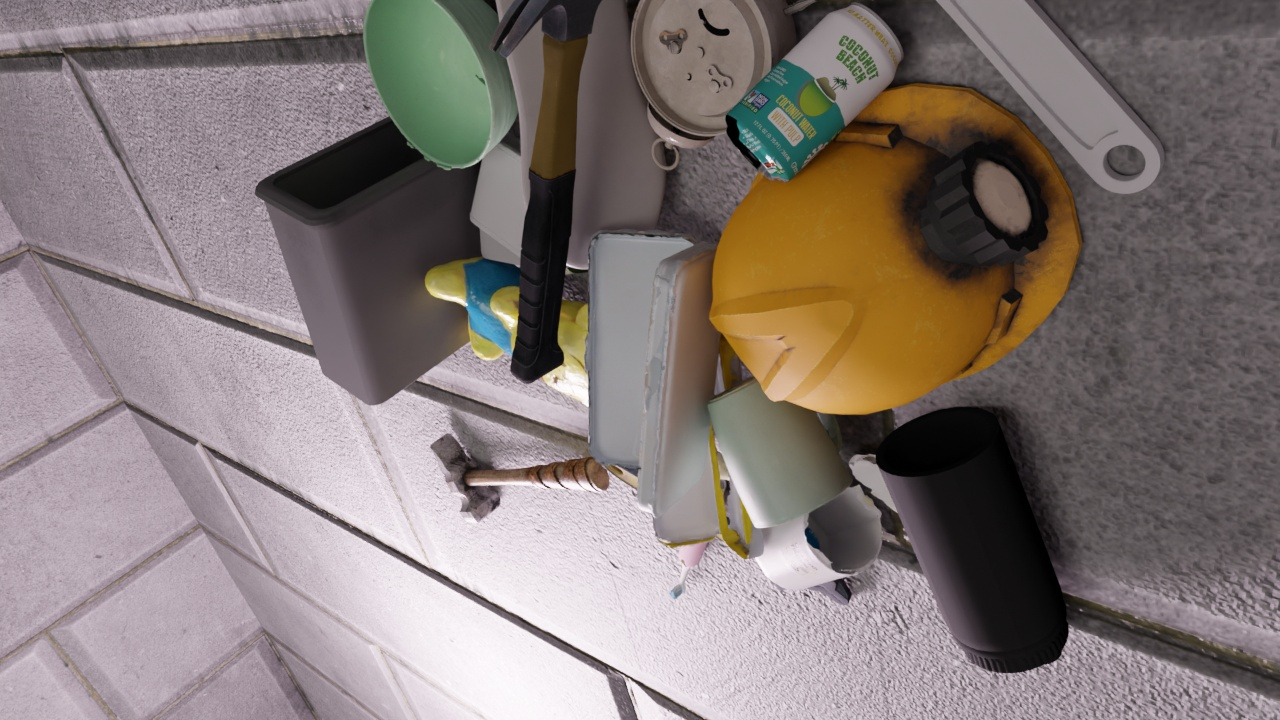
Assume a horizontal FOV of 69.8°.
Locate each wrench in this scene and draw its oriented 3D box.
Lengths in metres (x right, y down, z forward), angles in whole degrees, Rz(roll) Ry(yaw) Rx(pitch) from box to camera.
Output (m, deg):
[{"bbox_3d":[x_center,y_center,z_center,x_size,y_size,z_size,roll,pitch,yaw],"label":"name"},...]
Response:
[{"bbox_3d":[0.077,0.158,0.873,0.273,0.022,0.074,31,145,7],"label":"wrench"},{"bbox_3d":[0.177,-0.193,0.504,0.273,0.018,0.087,49,144,0],"label":"wrench"}]

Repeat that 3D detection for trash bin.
[{"bbox_3d":[-0.235,-0.099,0.879,0.098,0.191,0.220,28,140,28],"label":"trash bin"}]

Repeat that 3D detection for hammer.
[{"bbox_3d":[-0.065,-0.114,0.655,0.025,0.117,0.334,36,136,25],"label":"hammer"},{"bbox_3d":[-0.148,0.141,1.122,0.320,0.048,0.121,-9,111,48],"label":"hammer"}]

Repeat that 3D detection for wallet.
[{"bbox_3d":[-0.104,-0.127,0.818,0.118,0.037,0.115,36,126,25],"label":"wallet"}]

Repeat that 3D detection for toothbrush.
[{"bbox_3d":[0.056,0.192,0.960,0.027,0.026,0.223,44,145,28],"label":"toothbrush"}]

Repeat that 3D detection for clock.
[{"bbox_3d":[0.044,-0.192,0.610,0.103,0.061,0.157,41,136,12],"label":"clock"}]

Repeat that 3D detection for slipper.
[{"bbox_3d":[-0.047,-0.200,0.690,0.113,0.080,0.266,-11,128,1],"label":"slipper"}]

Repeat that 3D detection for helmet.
[{"bbox_3d":[0.130,-0.044,0.589,0.205,0.131,0.256,52,145,-3],"label":"helmet"}]

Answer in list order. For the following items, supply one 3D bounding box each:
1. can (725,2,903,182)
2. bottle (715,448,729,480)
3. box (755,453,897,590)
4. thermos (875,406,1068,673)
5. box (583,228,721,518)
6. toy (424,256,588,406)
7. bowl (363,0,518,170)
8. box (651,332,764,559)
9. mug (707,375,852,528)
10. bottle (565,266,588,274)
[{"bbox_3d":[0.101,-0.157,0.540,0.055,0.102,0.055,46,-174,-6],"label":"can"},{"bbox_3d":[0.051,0.090,0.860,0.185,0.045,0.045,20,134,35],"label":"bottle"},{"bbox_3d":[0.161,0.136,0.759,0.083,0.092,0.166,52,153,3],"label":"box"},{"bbox_3d":[0.246,0.140,0.663,0.086,0.085,0.198,-6,117,49],"label":"thermos"},{"bbox_3d":[-0.008,0.003,0.720,0.127,0.106,0.215,18,114,28],"label":"box"},{"bbox_3d":[-0.086,-0.026,0.868,0.214,0.083,0.149,24,159,25],"label":"toy"},{"bbox_3d":[-0.151,-0.242,0.757,0.151,0.076,0.151,28,138,28],"label":"bowl"},{"bbox_3d":[0.052,0.067,0.793,0.117,0.057,0.210,1,107,36],"label":"box"},{"bbox_3d":[0.112,0.058,0.713,0.084,0.111,0.104,-28,88,51],"label":"mug"},{"bbox_3d":[-0.057,-0.092,0.833,0.106,0.025,0.025,1,121,47],"label":"bottle"}]
